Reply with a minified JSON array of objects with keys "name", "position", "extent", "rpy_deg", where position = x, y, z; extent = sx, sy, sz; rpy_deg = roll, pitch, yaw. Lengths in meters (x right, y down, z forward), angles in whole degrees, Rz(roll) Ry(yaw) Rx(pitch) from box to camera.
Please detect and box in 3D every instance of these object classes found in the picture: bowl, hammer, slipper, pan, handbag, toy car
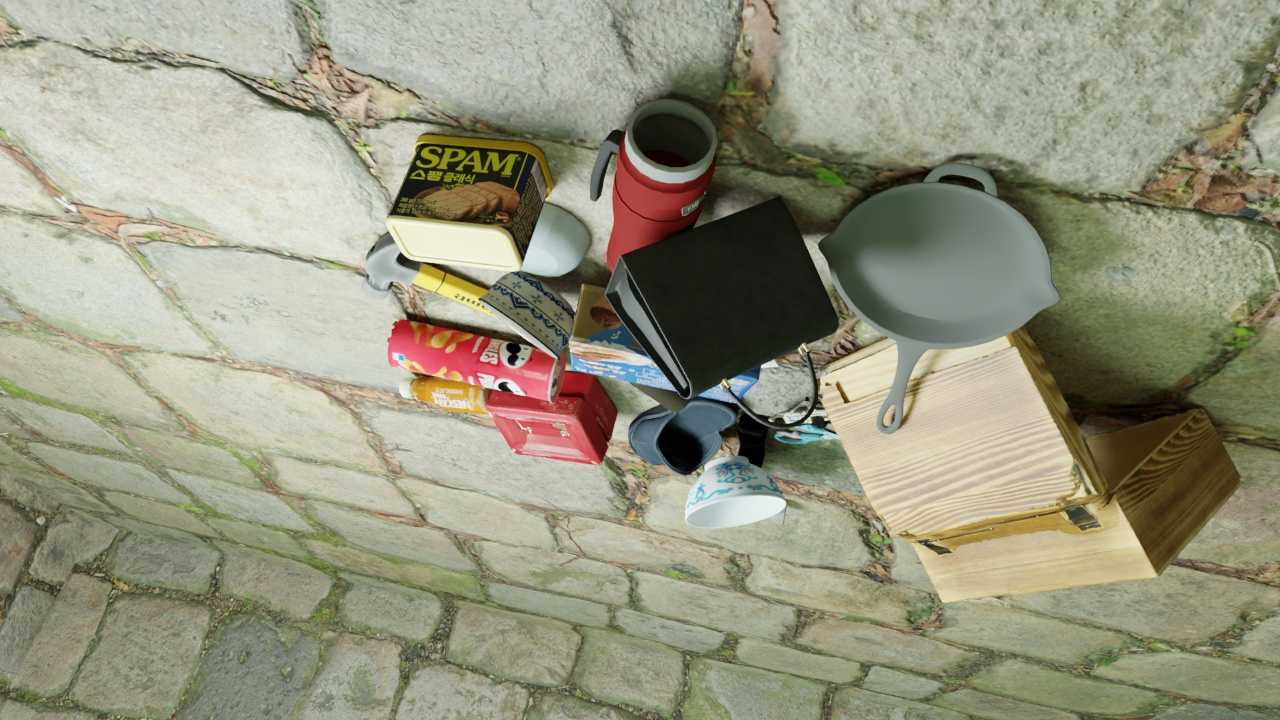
[{"name":"bowl","position":[-0.110,-0.124,0.992],"extent":[0.106,0.039,0.106],"rpy_deg":[11,152,6]},{"name":"hammer","position":[-0.180,-0.071,1.138],"extent":[0.324,0.034,0.170],"rpy_deg":[23,150,-19]},{"name":"bowl","position":[0.130,0.182,1.311],"extent":[0.144,0.074,0.144],"rpy_deg":[-7,154,-4]},{"name":"bowl","position":[-0.122,-0.058,1.051],"extent":[0.115,0.059,0.115],"rpy_deg":[36,173,4]},{"name":"slipper","position":[0.050,0.122,1.323],"extent":[0.109,0.083,0.266],"rpy_deg":[21,153,-16]},{"name":"pan","position":[0.275,-0.046,0.896],"extent":[0.217,0.024,0.355],"rpy_deg":[15,139,14]},{"name":"hammer","position":[0.167,0.169,1.405],"extent":[0.131,0.039,0.329],"rpy_deg":[10,152,10]},{"name":"handbag","position":[0.095,-0.027,0.833],"extent":[0.175,0.195,0.072],"rpy_deg":[-23,162,-22]},{"name":"toy car","position":[0.216,0.066,1.185],"extent":[0.048,0.040,0.113],"rpy_deg":[-16,-177,-41]}]

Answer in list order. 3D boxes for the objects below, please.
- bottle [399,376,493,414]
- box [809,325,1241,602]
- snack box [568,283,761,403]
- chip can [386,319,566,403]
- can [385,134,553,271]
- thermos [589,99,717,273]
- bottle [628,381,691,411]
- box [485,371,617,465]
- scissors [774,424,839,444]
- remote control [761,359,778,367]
[{"name":"bottle","position":[-0.287,0.046,1.371],"extent":[0.167,0.059,0.059],"rpy_deg":[3,151,27]},{"name":"box","position":[0.415,0.080,1.039],"extent":[0.280,0.285,0.336],"rpy_deg":[-29,88,54]},{"name":"snack box","position":[0.026,-0.015,1.031],"extent":[0.203,0.069,0.155],"rpy_deg":[11,169,-1]},{"name":"chip can","position":[-0.222,-0.001,1.240],"extent":[0.233,0.073,0.073],"rpy_deg":[12,152,6]},{"name":"can","position":[-0.167,-0.153,0.897],"extent":[0.135,0.104,0.075],"rpy_deg":[8,152,13]},{"name":"thermos","position":[0.004,-0.152,0.848],"extent":[0.108,0.083,0.199],"rpy_deg":[30,155,7]},{"name":"bottle","position":[-0.007,0.007,1.172],"extent":[0.045,0.045,0.184],"rpy_deg":[-14,143,42]},{"name":"box","position":[-0.126,0.076,1.327],"extent":[0.158,0.097,0.130],"rpy_deg":[6,147,23]},{"name":"scissors","position":[0.251,0.095,1.261],"extent":[0.142,0.015,0.095],"rpy_deg":[-3,148,18]},{"name":"remote control","position":[0.110,0.000,1.144],"extent":[0.124,0.011,0.028],"rpy_deg":[-3,148,30]}]
